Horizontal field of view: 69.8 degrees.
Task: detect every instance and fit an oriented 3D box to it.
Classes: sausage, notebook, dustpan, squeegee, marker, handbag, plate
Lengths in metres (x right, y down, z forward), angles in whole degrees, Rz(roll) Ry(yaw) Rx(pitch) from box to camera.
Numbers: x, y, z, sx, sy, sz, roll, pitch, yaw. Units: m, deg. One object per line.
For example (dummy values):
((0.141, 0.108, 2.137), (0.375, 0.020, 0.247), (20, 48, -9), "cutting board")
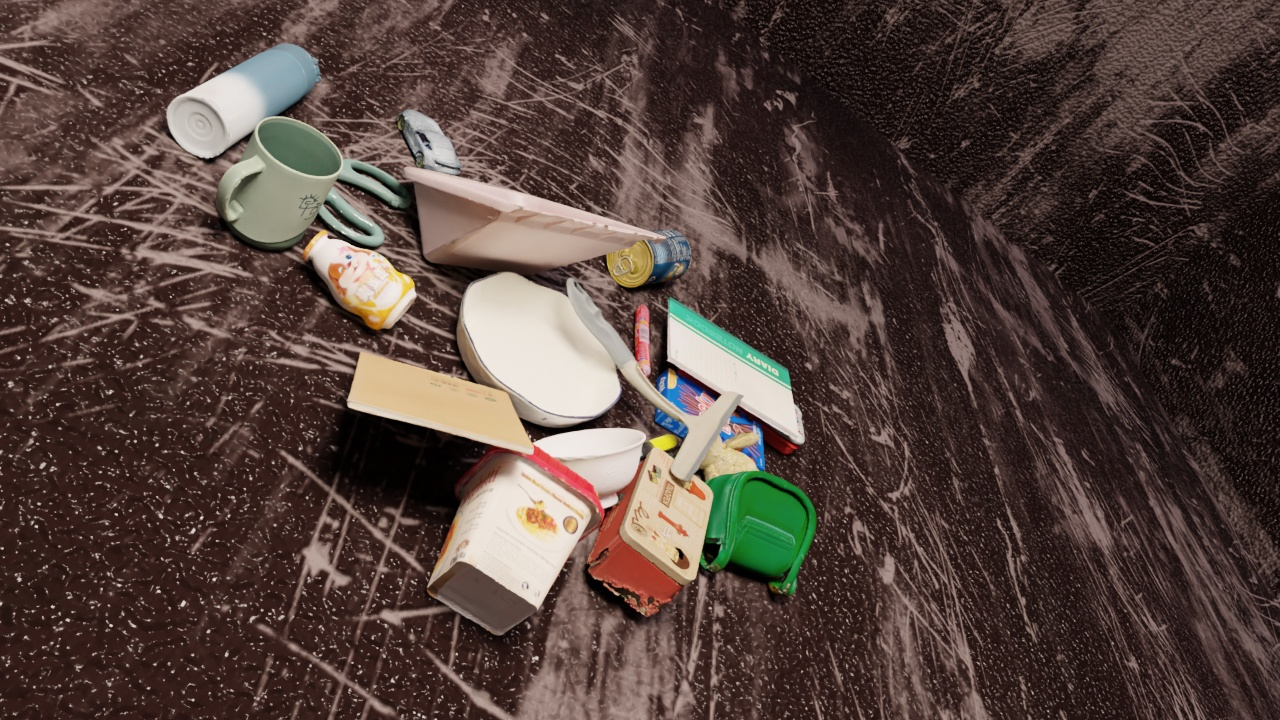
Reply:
((0.002, -0.025, 1.188), (0.020, 0.020, 0.155), (29, 34, -23), "sausage")
((-0.176, 0.033, 0.798), (0.147, 0.008, 0.207), (17, 6, -17), "notebook")
((-0.143, -0.186, 1.041), (0.222, 0.274, 0.138), (5, 77, -50), "dustpan")
((-0.006, 0.006, 1.042), (0.246, 0.039, 0.245), (46, 27, -1), "squeegee")
((0.000, 0.104, 1.037), (0.123, 0.015, 0.018), (-13, 61, -51), "marker")
((0.121, 0.008, 1.214), (0.209, 0.012, 0.150), (31, 31, -18), "notebook")
((0.127, 0.188, 1.009), (0.131, 0.068, 0.120), (26, 62, -31), "handbag")
((-0.114, -0.008, 1.011), (0.204, 0.046, 0.204), (30, 33, -23), "plate")

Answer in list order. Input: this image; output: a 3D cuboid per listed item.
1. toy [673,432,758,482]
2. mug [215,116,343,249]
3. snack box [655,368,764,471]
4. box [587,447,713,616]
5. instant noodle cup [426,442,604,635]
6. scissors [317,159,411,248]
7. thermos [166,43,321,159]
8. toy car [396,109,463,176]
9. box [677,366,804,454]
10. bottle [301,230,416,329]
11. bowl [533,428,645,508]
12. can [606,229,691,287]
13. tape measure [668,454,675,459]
((0.112, 0.136, 1.090), (0.157, 0.066, 0.105), (40, 73, -13), "toy")
((-0.351, -0.161, 0.865), (0.082, 0.107, 0.111), (48, 31, 5), "mug")
((0.089, 0.079, 1.153), (0.157, 0.026, 0.084), (31, 34, -19), "snack box")
((0.010, 0.173, 0.916), (0.091, 0.079, 0.168), (39, 25, -6), "box")
((-0.110, 0.151, 0.772), (0.116, 0.117, 0.123), (36, 44, -12), "instant noodle cup")
((-0.325, -0.197, 1.025), (0.174, 0.019, 0.177), (45, 32, 6), "scissors")
((-0.418, -0.285, 0.984), (0.070, 0.070, 0.219), (35, 31, -13), "thermos")
((-0.268, -0.278, 1.171), (0.054, 0.037, 0.120), (1, 48, -48), "toy car")
((0.140, 0.043, 1.236), (0.201, 0.049, 0.086), (35, 32, -12), "box")
((-0.276, -0.080, 0.897), (0.108, 0.063, 0.063), (38, 32, -8), "bottle")
((-0.050, 0.111, 0.908), (0.118, 0.118, 0.065), (-18, 104, -55), "bowl")
((0.014, -0.146, 1.293), (0.075, 0.075, 0.111), (52, 32, 14), "can")
((0.030, 0.129, 1.028), (0.054, 0.025, 0.058), (17, 39, -38), "tape measure")
